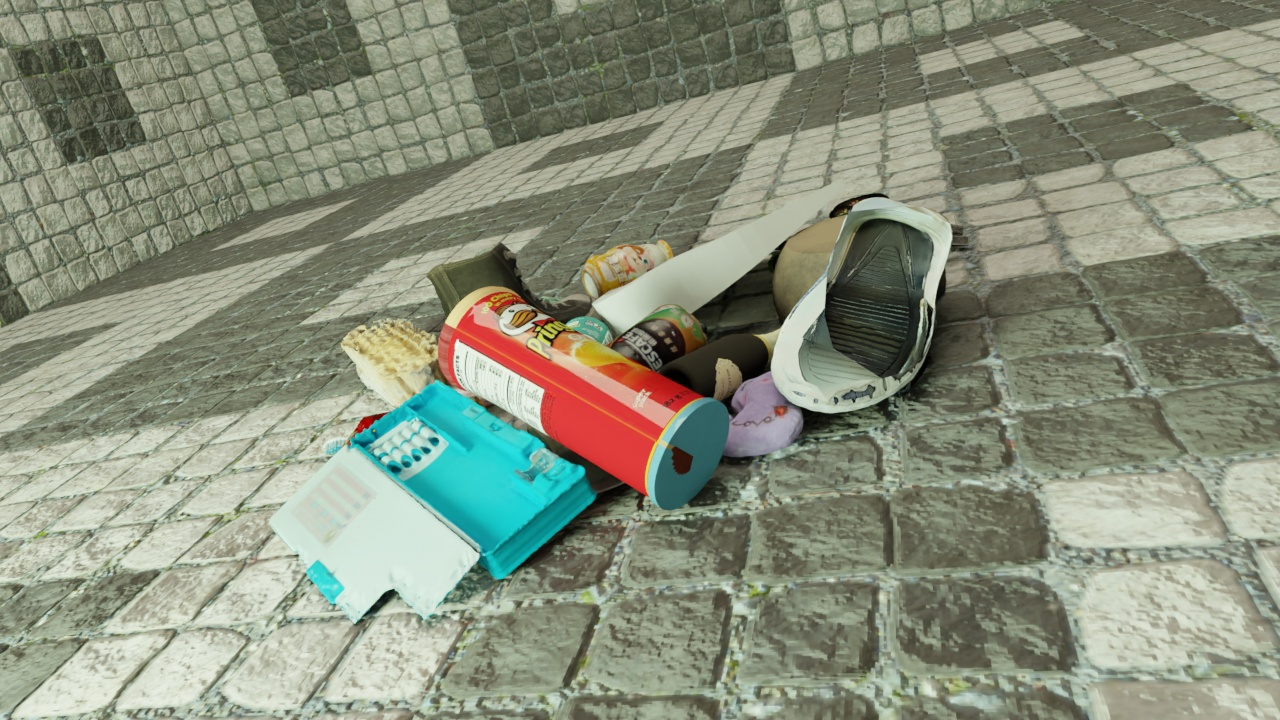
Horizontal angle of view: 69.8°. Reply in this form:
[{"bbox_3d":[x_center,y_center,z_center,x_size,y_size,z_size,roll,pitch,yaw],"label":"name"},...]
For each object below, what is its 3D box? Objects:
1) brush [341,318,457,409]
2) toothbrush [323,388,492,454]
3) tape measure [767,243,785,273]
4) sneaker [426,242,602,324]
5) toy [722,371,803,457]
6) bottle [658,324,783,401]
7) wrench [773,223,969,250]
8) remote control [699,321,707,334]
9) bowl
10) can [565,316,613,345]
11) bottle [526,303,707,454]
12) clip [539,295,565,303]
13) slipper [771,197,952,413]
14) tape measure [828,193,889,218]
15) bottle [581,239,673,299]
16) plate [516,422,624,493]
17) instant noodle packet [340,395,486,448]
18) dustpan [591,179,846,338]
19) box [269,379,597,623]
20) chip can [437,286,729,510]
[{"bbox_3d":[-0.267,0.002,1.019,0.083,0.057,0.271,-26,22,-21],"label":"brush"},{"bbox_3d":[-0.201,0.049,0.894,0.222,0.027,0.026,-20,31,-5],"label":"toothbrush"},{"bbox_3d":[0.173,-0.111,0.998,0.065,0.036,0.059,-23,21,-15],"label":"tape measure"},{"bbox_3d":[-0.124,-0.062,0.952,0.095,0.120,0.234,-15,7,35],"label":"sneaker"},{"bbox_3d":[0.088,0.038,0.688,0.080,0.036,0.099,-16,21,18],"label":"toy"},{"bbox_3d":[0.088,-0.003,0.772,0.045,0.045,0.184,3,19,42],"label":"bottle"},{"bbox_3d":[0.230,-0.133,1.002,0.070,0.010,0.274,14,-6,-42],"label":"wrench"},{"bbox_3d":[-0.005,0.005,0.815,0.150,0.047,0.022,-18,56,-27],"label":"remote control"},{"bbox_3d":[0.202,-0.090,0.872,0.162,0.070,0.162,-15,21,6],"label":"bowl"},{"bbox_3d":[-0.059,-0.001,0.869,0.055,0.055,0.101,-12,21,13],"label":"can"},{"bbox_3d":[-0.020,0.018,0.752,0.166,0.059,0.059,-37,27,-24],"label":"bottle"},{"bbox_3d":[-0.100,-0.064,1.108,0.075,0.023,0.037,0,26,34],"label":"clip"},{"bbox_3d":[0.183,-0.039,0.734,0.111,0.063,0.263,17,49,15],"label":"slipper"},{"bbox_3d":[0.256,-0.166,1.067,0.072,0.042,0.071,-18,15,11],"label":"tape measure"},{"bbox_3d":[-0.014,-0.109,1.097,0.109,0.063,0.063,-26,23,-21],"label":"bottle"},{"bbox_3d":[-0.043,0.070,0.738,0.178,0.012,0.178,-15,21,6],"label":"plate"},{"bbox_3d":[-0.206,0.074,0.818,0.135,0.040,0.098,-11,29,13],"label":"instant noodle packet"},{"bbox_3d":[0.064,-0.110,0.951,0.257,0.053,0.192,-41,11,-31],"label":"dustpan"},{"bbox_3d":[-0.165,0.104,0.676,0.181,0.039,0.227,-39,37,-23],"label":"box"},{"bbox_3d":[-0.046,0.022,0.663,0.213,0.087,0.086,27,44,32],"label":"chip can"}]
